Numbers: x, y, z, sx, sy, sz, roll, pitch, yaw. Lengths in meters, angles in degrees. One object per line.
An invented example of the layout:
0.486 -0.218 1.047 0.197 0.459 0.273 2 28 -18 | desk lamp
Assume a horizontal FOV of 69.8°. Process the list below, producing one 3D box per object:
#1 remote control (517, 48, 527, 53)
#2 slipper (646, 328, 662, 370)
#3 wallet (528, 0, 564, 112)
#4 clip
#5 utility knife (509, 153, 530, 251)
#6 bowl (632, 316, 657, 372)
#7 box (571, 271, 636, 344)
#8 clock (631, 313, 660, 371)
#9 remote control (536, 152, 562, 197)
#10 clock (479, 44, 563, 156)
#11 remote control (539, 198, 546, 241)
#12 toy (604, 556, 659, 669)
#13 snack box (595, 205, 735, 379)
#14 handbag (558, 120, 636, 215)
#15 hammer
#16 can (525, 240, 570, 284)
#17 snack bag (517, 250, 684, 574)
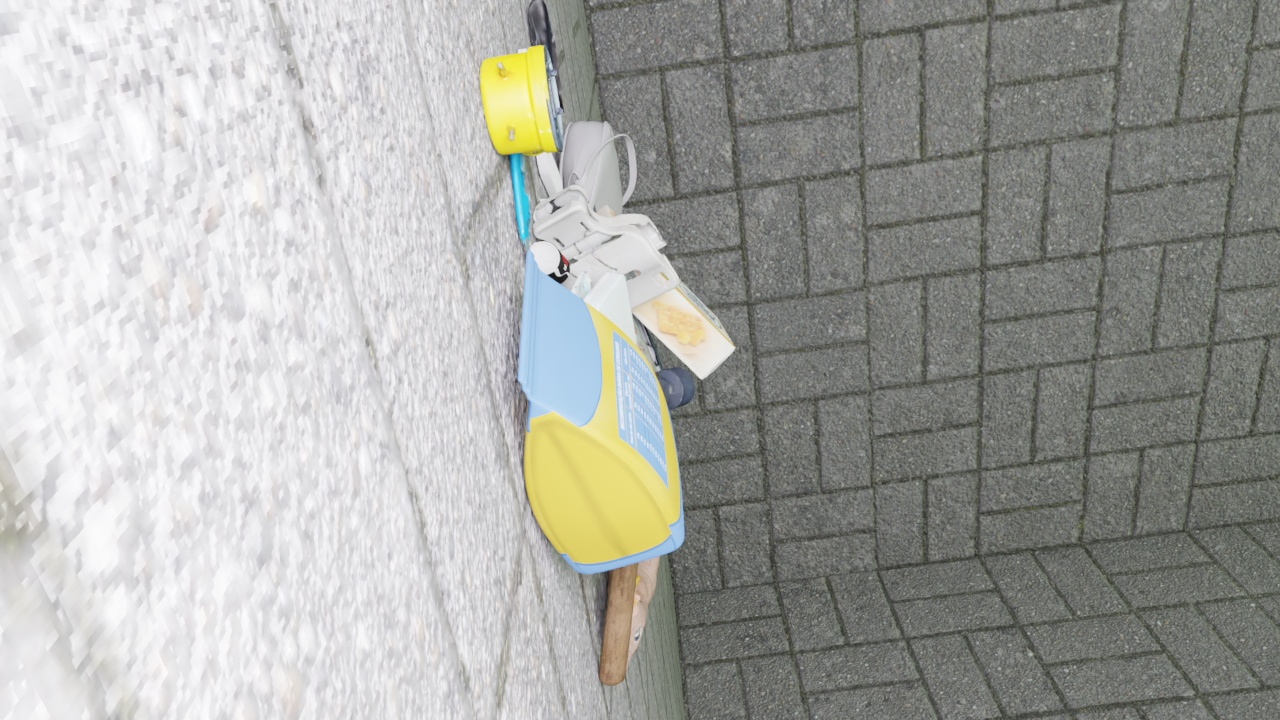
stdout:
-0.116 -0.285 1.009 0.136 0.011 0.050 72 10 -78 | remote control
-0.044 -0.037 1.342 0.101 0.082 0.263 83 -19 -56 | slipper
-0.116 -0.371 1.125 0.089 0.026 0.115 68 14 -84 | wallet
-0.048 -0.115 0.933 0.152 0.126 0.096 54 20 -25 | clip
-0.106 -0.161 0.799 0.031 0.015 0.178 36 48 -81 | utility knife
-0.006 0.006 1.031 0.157 0.038 0.157 -21 88 -87 | bowl
-0.029 0.013 0.885 0.083 0.066 0.199 -94 175 -52 | box
-0.005 -0.024 1.150 0.094 0.035 0.122 69 2 -65 | clock
-0.104 -0.213 1.056 0.136 0.013 0.043 71 11 -80 | remote control
-0.091 -0.207 0.740 0.118 0.057 0.083 -87 169 -78 | clock
-0.088 -0.133 1.026 0.143 0.024 0.049 75 8 -75 | remote control
-0.012 0.247 1.103 0.264 0.065 0.196 35 57 -85 | toy
0.016 -0.079 1.068 0.208 0.057 0.104 43 12 -22 | snack box
-0.061 -0.187 1.224 0.216 0.096 0.222 80 12 -53 | handbag
-0.012 0.169 0.898 0.129 0.040 0.322 -12 112 -57 | hammer
-0.084 -0.089 0.846 0.080 0.031 0.031 38 44 -87 | can
-0.046 0.037 0.698 0.158 0.102 0.205 -95 164 -51 | snack bag
